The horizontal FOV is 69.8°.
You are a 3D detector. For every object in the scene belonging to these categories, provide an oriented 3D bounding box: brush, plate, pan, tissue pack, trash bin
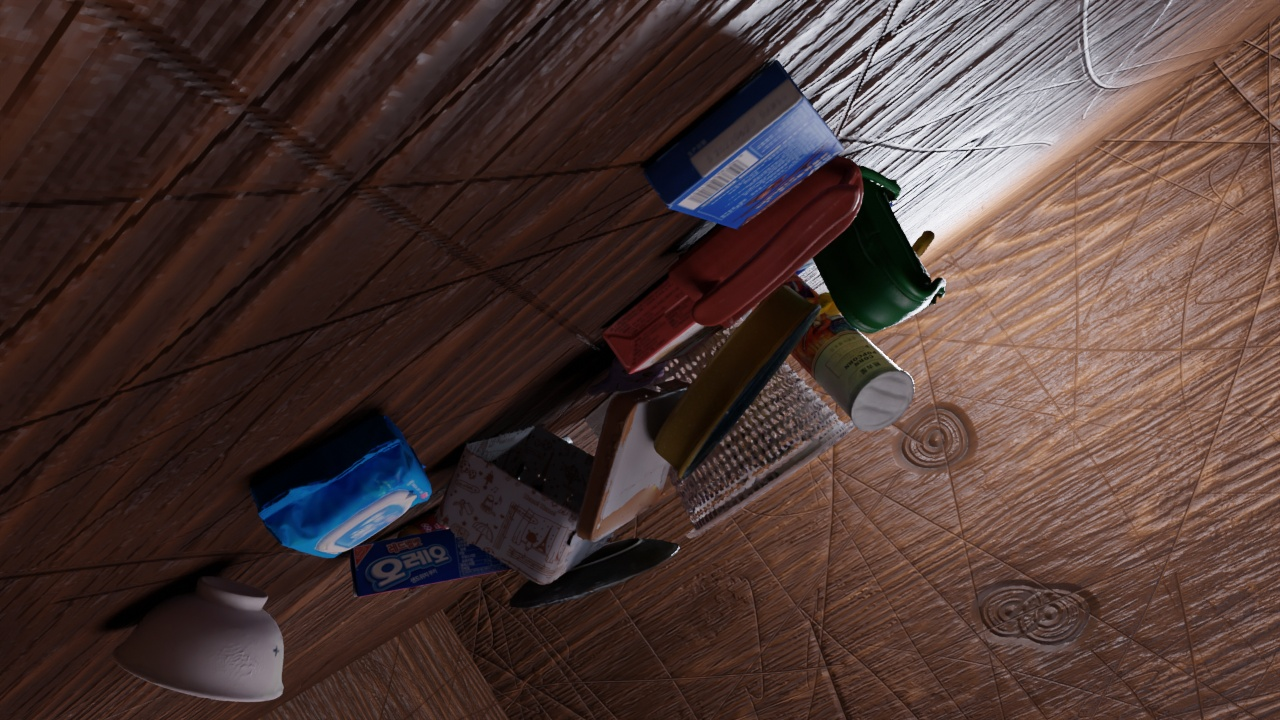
[{"bbox_3d":[0.090,-0.082,0.623,0.146,0.063,0.069,-40,-157,26],"label":"brush"},{"bbox_3d":[-0.049,0.206,0.920,0.179,0.024,0.179,-18,178,-1],"label":"plate"},{"bbox_3d":[0.150,-0.024,0.849,0.356,0.078,0.198,-47,170,-22],"label":"pan"},{"bbox_3d":[-0.187,0.087,0.600,0.095,0.052,0.157,-32,171,-13],"label":"tissue pack"},{"bbox_3d":[0.095,0.058,1.029,0.227,0.192,0.227,-33,171,-6],"label":"trash bin"}]

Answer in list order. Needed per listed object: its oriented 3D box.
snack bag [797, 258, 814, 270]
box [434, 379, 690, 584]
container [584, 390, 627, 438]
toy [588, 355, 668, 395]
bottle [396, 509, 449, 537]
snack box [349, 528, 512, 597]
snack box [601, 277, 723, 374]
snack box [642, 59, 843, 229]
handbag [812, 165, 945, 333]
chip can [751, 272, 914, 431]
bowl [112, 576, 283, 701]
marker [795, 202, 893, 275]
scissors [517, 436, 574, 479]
[{"bbox_3d":[0.135,-0.100,0.826,0.048,0.026,0.104,-26,161,26],"label":"snack bag"},{"bbox_3d":[-0.062,0.086,0.866,0.193,0.157,0.182,-67,164,10],"label":"box"},{"bbox_3d":[0.009,0.087,1.140,0.090,0.114,0.090,-26,168,-43],"label":"container"},{"bbox_3d":[-0.005,0.005,0.887,0.083,0.039,0.108,-17,168,-17],"label":"toy"},{"bbox_3d":[-0.226,0.199,1.070,0.174,0.057,0.058,-27,169,-42],"label":"bottle"},{"bbox_3d":[-0.198,0.205,0.973,0.207,0.057,0.058,-10,170,-4],"label":"snack box"},{"bbox_3d":[0.044,-0.045,0.768,0.113,0.044,0.126,-39,171,24],"label":"snack box"},{"bbox_3d":[0.064,-0.113,0.516,0.085,0.026,0.157,-37,171,18],"label":"snack box"},{"bbox_3d":[0.203,-0.097,0.779,0.120,0.131,0.068,-16,166,-45],"label":"handbag"},{"bbox_3d":[0.194,-0.016,0.961,0.071,0.214,0.071,-12,126,-17],"label":"chip can"},{"bbox_3d":[-0.307,0.195,0.664,0.118,0.118,0.064,91,16,-80],"label":"bowl"},{"bbox_3d":[0.218,-0.134,1.028,0.146,0.017,0.017,-36,171,16],"label":"marker"},{"bbox_3d":[-0.128,0.118,1.144,0.171,0.014,0.159,-42,168,36],"label":"scissors"}]
